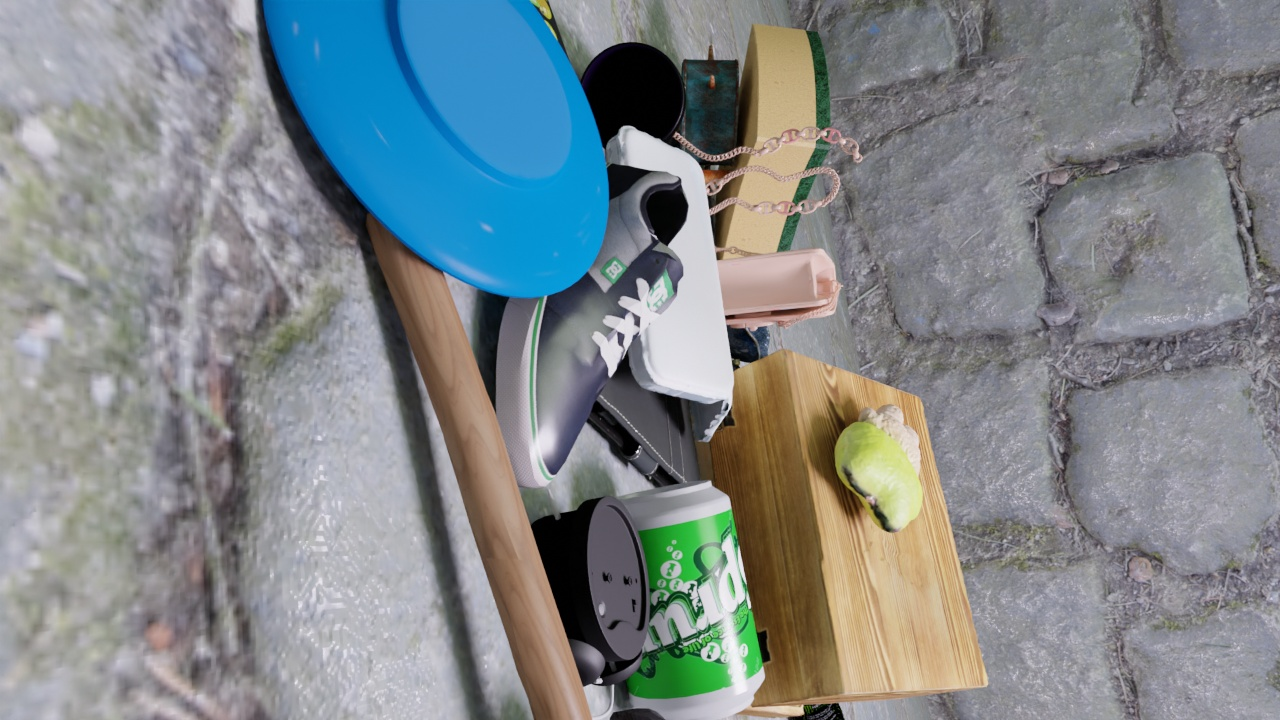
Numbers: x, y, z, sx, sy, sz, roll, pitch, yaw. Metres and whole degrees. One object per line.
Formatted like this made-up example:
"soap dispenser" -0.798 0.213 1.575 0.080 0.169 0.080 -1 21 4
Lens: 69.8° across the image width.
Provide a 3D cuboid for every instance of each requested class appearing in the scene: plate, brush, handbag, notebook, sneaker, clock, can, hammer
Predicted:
"plate" -0.082 -0.140 0.463 0.224 0.024 0.223 33 46 -42
"brush" 0.144 -0.229 1.051 0.251 0.075 0.194 101 -6 -53
"handbag" 0.109 -0.122 0.852 0.116 0.199 0.187 -12 98 -72
"notebook" -0.004 0.004 0.702 0.209 0.029 0.169 47 33 -52
"sneaker" -0.021 -0.030 0.545 0.084 0.079 0.234 72 27 -51
"clock" 0.069 -0.258 1.024 0.121 0.073 0.158 -85 176 -52
"clock" -0.029 0.135 0.508 0.091 0.043 0.120 36 44 -64
"can" 0.193 0.387 0.994 0.053 0.054 0.138 -74 147 -56
"hammer" -0.061 0.085 0.419 0.097 0.052 0.328 -16 87 -43
"can" 0.025 0.152 0.590 0.087 0.088 0.140 4 74 -71

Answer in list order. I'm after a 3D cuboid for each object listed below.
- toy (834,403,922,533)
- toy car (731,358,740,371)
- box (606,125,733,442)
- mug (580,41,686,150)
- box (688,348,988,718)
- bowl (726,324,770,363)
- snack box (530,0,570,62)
"toy" 0.200 0.082 0.749 0.092 0.046 0.115 49 42 -8
"toy car" 0.090 0.024 0.967 0.106 0.030 0.049 -1 77 -70
"box" 0.032 -0.055 0.700 0.186 0.084 0.210 43 38 -59
"mug" -0.009 -0.196 0.759 0.100 0.085 0.119 -76 180 -78
"box" 0.128 0.170 0.826 0.258 0.221 0.278 18 58 -43
"bowl" 0.106 -0.043 1.019 0.110 0.055 0.110 -12 90 -71
"snack box" -0.082 -0.219 0.575 0.080 0.025 0.147 -4 74 -68
